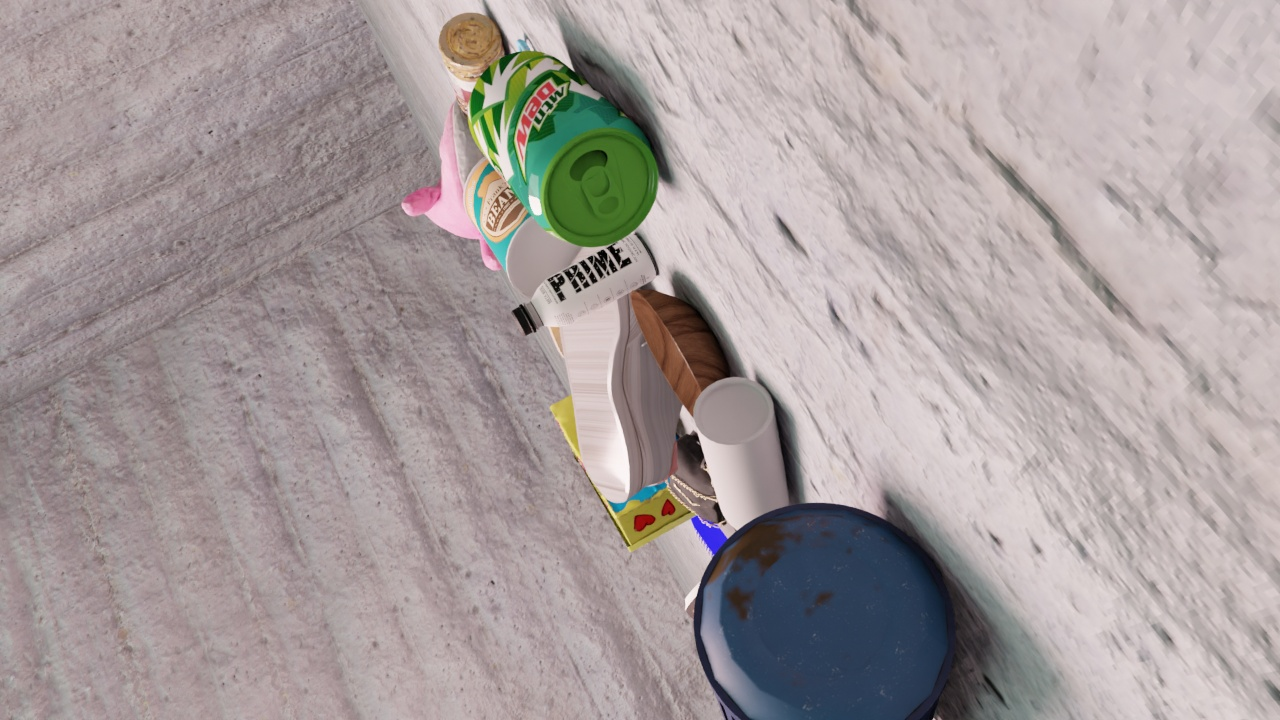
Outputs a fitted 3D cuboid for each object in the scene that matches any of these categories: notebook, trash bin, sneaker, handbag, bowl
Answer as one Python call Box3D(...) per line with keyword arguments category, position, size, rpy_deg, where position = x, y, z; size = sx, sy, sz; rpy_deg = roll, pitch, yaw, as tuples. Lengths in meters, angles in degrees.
Box3D(category="notebook", position=(0.100, 0.227, 1.167), size=(0.209, 0.022, 0.172), rpy_deg=(50, 165, 55))
Box3D(category="trash bin", position=(0.108, 0.192, 0.543), size=(0.139, 0.139, 0.250), rpy_deg=(56, 169, 36))
Box3D(category="sneaker", position=(-0.005, 0.005, 0.828), size=(0.099, 0.089, 0.236), rpy_deg=(7, 105, 49))
Box3D(category="handbag", position=(0.064, 0.126, 0.950), size=(0.079, 0.054, 0.129), rpy_deg=(45, 164, 25))
Box3D(category="bowl", position=(0.036, -0.006, 0.678), size=(0.119, 0.032, 0.119), rpy_deg=(59, 172, 12))

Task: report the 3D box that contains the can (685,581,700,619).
Box3D(category="can", position=(0.116, 0.302, 1.051), size=(0.128, 0.071, 0.072), rpy_deg=(43, 167, 18))

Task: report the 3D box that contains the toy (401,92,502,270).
Box3D(category="toy", position=(-0.204, -0.193, 1.032), size=(0.266, 0.128, 0.186), rpy_deg=(101, 165, -76))

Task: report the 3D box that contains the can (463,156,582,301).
Box3D(category="can", position=(-0.099, -0.129, 0.862), size=(0.144, 0.099, 0.099), rpy_deg=(53, 169, 48))

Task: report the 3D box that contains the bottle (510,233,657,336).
Box3D(category="bottle", position=(-0.046, -0.056, 0.717), size=(0.041, 0.116, 0.041), rpy_deg=(59, 173, 12))

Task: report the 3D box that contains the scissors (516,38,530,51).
Box3D(category="scissors", position=(-0.063, -0.191, 0.750), size=(0.118, 0.015, 0.139), rpy_deg=(55, 177, 44))

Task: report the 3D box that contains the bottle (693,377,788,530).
Box3D(category="bottle", position=(0.079, 0.088, 0.663), size=(0.052, 0.052, 0.195), rpy_deg=(55, 171, 37))

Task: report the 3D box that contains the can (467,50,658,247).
Box3D(category="can", position=(-0.051, -0.136, 0.582), size=(0.144, 0.083, 0.083), rpy_deg=(53, 169, 48))

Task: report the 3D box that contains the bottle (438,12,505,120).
Box3D(category="bottle", position=(-0.150, -0.268, 0.852), size=(0.056, 0.056, 0.105), rpy_deg=(59, 173, 13))

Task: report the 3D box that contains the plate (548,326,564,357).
Box3D(category="plate", position=(-0.101, -0.096, 1.061), size=(0.188, 0.027, 0.188), rpy_deg=(-10, -95, -89))

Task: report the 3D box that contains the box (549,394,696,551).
Box3D(category="box", position=(-0.014, 0.117, 1.138), size=(0.221, 0.124, 0.079), rpy_deg=(51, 168, 44))
